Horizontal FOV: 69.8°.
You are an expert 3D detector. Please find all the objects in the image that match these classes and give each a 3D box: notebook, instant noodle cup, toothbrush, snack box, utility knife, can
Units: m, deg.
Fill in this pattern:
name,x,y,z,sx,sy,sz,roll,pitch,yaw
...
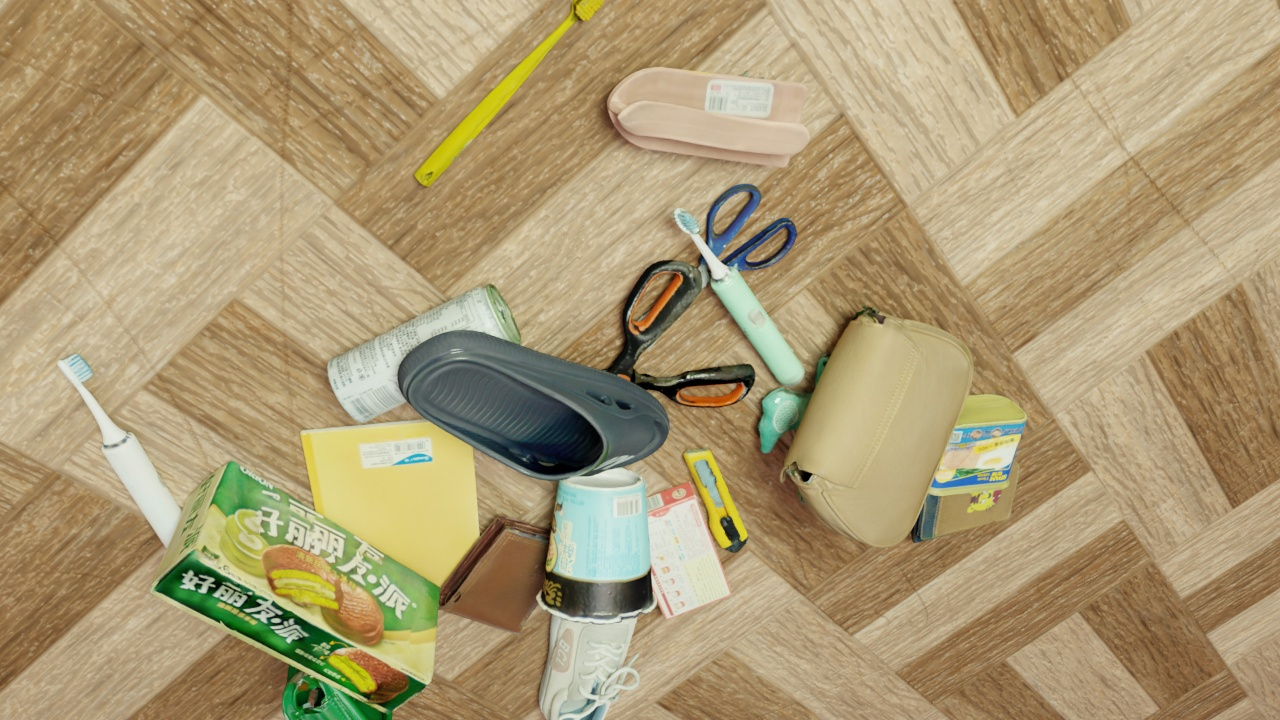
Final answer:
name,x,y,z,sx,sy,sz,roll,pitch,yaw
notebook,-0.222,0.141,0.845,0.145,0.010,0.207,-5,123,-11
instant noodle cup,-0.038,0.163,0.843,0.111,0.111,0.120,0,98,-15
toothbrush,0.085,-0.051,0.777,0.026,0.027,0.224,-49,130,-10
snack box,-0.285,0.199,0.793,0.063,0.114,0.240,-40,119,17
utility knife,0.076,0.143,0.920,0.033,0.015,0.154,-26,125,-1
can,0.328,0.083,0.922,0.102,0.057,0.083,-3,120,-13
toothbrush,-0.414,0.088,0.751,0.026,0.027,0.221,-41,134,-35
can,-0.172,-0.006,0.733,0.147,0.058,0.058,-26,125,3
snack box,0.038,0.198,0.939,0.077,0.027,0.156,-21,125,-1
toothbrush,-0.095,-0.194,0.655,0.190,0.016,0.015,-42,122,14

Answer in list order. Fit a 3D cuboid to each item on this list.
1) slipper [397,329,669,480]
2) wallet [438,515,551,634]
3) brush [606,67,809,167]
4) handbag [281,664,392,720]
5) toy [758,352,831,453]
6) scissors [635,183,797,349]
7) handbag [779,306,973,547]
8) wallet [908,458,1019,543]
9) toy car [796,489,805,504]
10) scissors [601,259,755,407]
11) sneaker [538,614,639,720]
name,x,y,z,sx,sy,sz,roll,pitch,yaw
slipper,-0.076,0.059,0.748,0.111,0.083,0.268,-39,140,24
wallet,-0.126,0.211,0.895,0.101,0.032,0.125,26,109,-37
brush,0.048,-0.179,0.669,0.145,0.073,0.063,3,122,-15
handbag,-0.288,0.296,0.857,0.068,0.131,0.120,-24,122,-3
toy,0.155,0.040,0.867,0.091,0.030,0.097,-8,117,-15
scissors,0.050,-0.080,0.771,0.171,0.012,0.140,-18,127,-1
handbag,0.207,0.056,0.822,0.147,0.100,0.204,34,77,-33
wallet,0.347,0.151,0.987,0.115,0.033,0.090,-12,124,-11
toy car,0.187,0.104,0.910,0.043,0.036,0.091,15,115,-21
scissors,0.000,0.007,0.802,0.234,0.021,0.221,4,127,-19
sneaker,-0.052,0.314,0.954,0.089,0.090,0.243,7,120,-20
